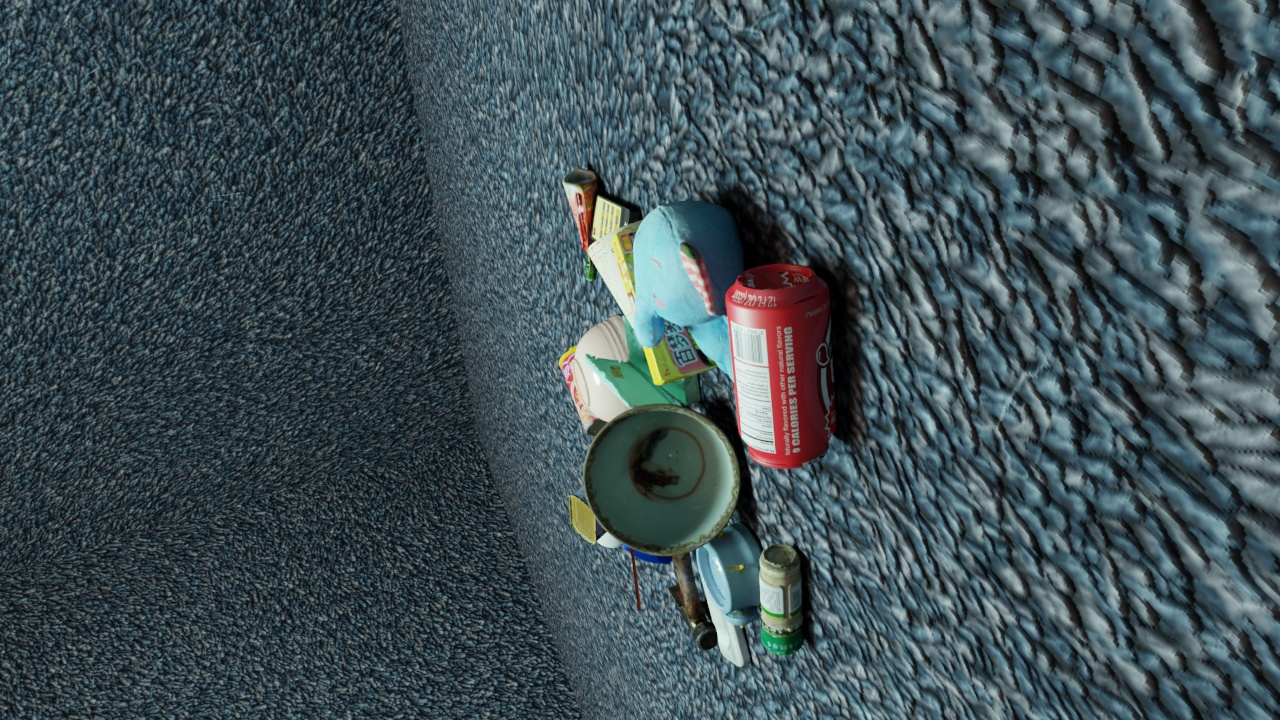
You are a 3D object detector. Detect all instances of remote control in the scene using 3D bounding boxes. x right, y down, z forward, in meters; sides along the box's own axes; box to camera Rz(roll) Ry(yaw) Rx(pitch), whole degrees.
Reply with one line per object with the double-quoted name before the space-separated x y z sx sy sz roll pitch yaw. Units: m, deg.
"remote control" -0.032 -0.160 1.090 0.133 0.013 0.058 -140 53 -63
"remote control" 0.096 0.295 1.084 0.050 0.022 0.133 0 107 67

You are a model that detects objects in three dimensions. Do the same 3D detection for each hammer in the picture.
"hammer" 0.038 0.196 1.125 0.120 0.033 0.331 -133 28 -60

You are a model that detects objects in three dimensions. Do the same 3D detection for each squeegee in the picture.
"squeegee" 0.002 0.235 1.221 0.185 0.055 0.249 52 -155 -53

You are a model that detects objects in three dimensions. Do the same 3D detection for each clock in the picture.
"clock" 0.097 0.230 0.979 0.125 0.051 0.088 91 156 -44

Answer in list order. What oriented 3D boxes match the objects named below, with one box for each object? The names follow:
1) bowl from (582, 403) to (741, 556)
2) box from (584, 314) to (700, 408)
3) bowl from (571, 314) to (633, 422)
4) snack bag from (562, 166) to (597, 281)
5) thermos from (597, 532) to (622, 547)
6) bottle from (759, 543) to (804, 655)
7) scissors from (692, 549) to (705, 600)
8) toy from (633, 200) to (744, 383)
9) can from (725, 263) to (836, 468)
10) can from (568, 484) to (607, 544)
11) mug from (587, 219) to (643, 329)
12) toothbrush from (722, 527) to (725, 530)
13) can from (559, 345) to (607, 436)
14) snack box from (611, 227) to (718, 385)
"bowl" 0.025 0.116 0.970 0.093 0.160 0.160 -52 -52 -81
"box" -0.009 0.008 1.061 0.188 0.091 0.077 -140 36 -64
"bowl" -0.047 0.021 1.227 0.153 0.076 0.153 164 90 -75
"snack bag" -0.072 -0.169 1.194 0.087 0.044 0.155 -94 0 -52
"thermos" -0.028 0.215 1.378 0.101 0.068 0.230 50 153 29
"bottle" 0.133 0.226 0.868 0.042 0.042 0.110 -132 31 -58
"scissors" 0.077 0.250 1.135 0.117 0.014 0.130 126 127 -69
"toy" 0.045 -0.053 0.806 0.183 0.115 0.181 -117 5 -66
"can" 0.106 0.004 0.686 0.074 0.074 0.143 -135 33 -61
"can" -0.063 0.210 1.302 0.054 0.058 0.100 34 146 26
"mug" 0.002 -0.088 0.991 0.122 0.081 0.097 13 -127 -84
"toothbrush" 0.082 0.168 1.030 0.019 0.018 0.188 7 112 62
"can" -0.069 0.042 1.339 0.067 0.066 0.124 102 148 -59
"snack box" 0.029 -0.058 0.892 0.025 0.075 0.152 146 107 -72
